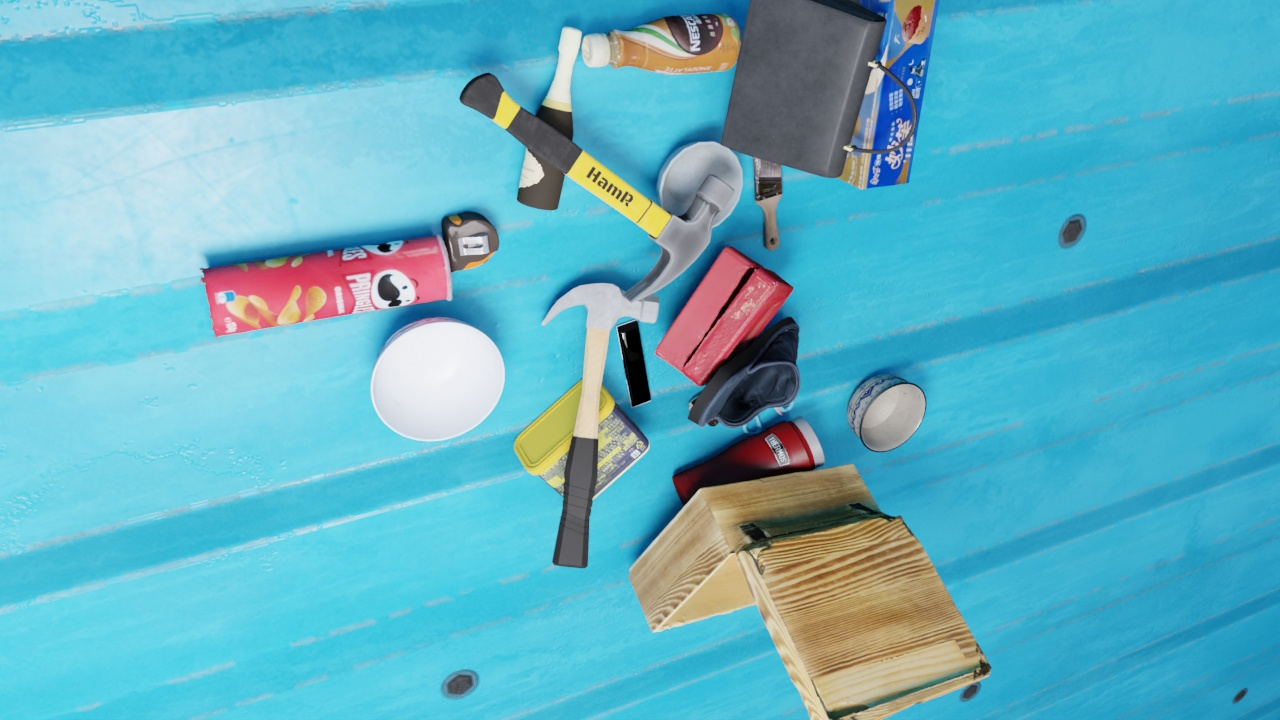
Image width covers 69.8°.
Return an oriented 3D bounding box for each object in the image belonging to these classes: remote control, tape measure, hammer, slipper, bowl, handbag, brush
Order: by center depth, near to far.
[{"bbox_3d":[0.197,-0.278,0.951,0.072,0.196,0.176,-31,142,-42],"label":"handbag"},{"bbox_3d":[-0.052,-0.189,0.961,0.324,0.034,0.170,31,97,-34],"label":"hammer"},{"bbox_3d":[-0.182,-0.127,0.984,0.058,0.038,0.058,-12,121,-20],"label":"tape measure"},{"bbox_3d":[-0.230,0.008,1.013,0.143,0.074,0.144,-12,121,-20],"label":"bowl"},{"bbox_3d":[0.062,-0.205,1.060,0.106,0.039,0.106,-12,121,-20],"label":"bowl"},{"bbox_3d":[-0.062,0.074,1.064,0.131,0.039,0.328,7,88,-3],"label":"hammer"},{"bbox_3d":[0.157,-0.203,1.124,0.038,0.012,0.151,-19,123,-17],"label":"brush"},{"bbox_3d":[0.151,0.030,1.128,0.264,0.083,0.109,-33,157,-57],"label":"slipper"},{"bbox_3d":[-0.007,0.007,1.160,0.028,0.012,0.124,-20,124,-15],"label":"remote control"},{"bbox_3d":[0.352,0.070,1.342,0.115,0.059,0.116,-12,121,-20],"label":"bowl"}]

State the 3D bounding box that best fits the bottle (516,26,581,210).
[{"bbox_3d":[-0.090,-0.251,0.956,0.045,0.045,0.185,4,111,-28],"label":"bottle"}]

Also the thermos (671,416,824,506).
[{"bbox_3d":[0.149,0.157,1.279,0.198,0.084,0.108,-24,159,-7],"label":"thermos"}]

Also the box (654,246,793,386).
[{"bbox_3d":[0.095,-0.054,1.096,0.097,0.129,0.158,39,101,8],"label":"box"}]

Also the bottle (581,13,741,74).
[{"bbox_3d":[0.021,-0.328,0.959,0.167,0.059,0.059,-11,121,-20],"label":"bottle"}]

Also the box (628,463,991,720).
[{"bbox_3d":[0.212,0.323,1.175,0.278,0.336,0.287,-3,141,-33],"label":"box"}]

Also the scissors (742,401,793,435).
[{"bbox_3d":[0.148,0.056,1.268,0.142,0.015,0.095,33,100,-30],"label":"scissors"}]

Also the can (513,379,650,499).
[{"bbox_3d":[-0.071,0.105,1.146,0.135,0.075,0.104,-41,129,0],"label":"can"}]

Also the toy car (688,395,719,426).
[{"bbox_3d":[0.119,0.051,1.218,0.112,0.048,0.041,-17,127,-8],"label":"toy car"}]

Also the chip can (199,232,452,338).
[{"bbox_3d":[-0.313,-0.077,0.928,0.232,0.073,0.073,-11,121,-20],"label":"chip can"}]

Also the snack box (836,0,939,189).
[{"bbox_3d":[0.239,-0.311,1.015,0.069,0.155,0.203,-11,121,-22],"label":"snack box"}]
